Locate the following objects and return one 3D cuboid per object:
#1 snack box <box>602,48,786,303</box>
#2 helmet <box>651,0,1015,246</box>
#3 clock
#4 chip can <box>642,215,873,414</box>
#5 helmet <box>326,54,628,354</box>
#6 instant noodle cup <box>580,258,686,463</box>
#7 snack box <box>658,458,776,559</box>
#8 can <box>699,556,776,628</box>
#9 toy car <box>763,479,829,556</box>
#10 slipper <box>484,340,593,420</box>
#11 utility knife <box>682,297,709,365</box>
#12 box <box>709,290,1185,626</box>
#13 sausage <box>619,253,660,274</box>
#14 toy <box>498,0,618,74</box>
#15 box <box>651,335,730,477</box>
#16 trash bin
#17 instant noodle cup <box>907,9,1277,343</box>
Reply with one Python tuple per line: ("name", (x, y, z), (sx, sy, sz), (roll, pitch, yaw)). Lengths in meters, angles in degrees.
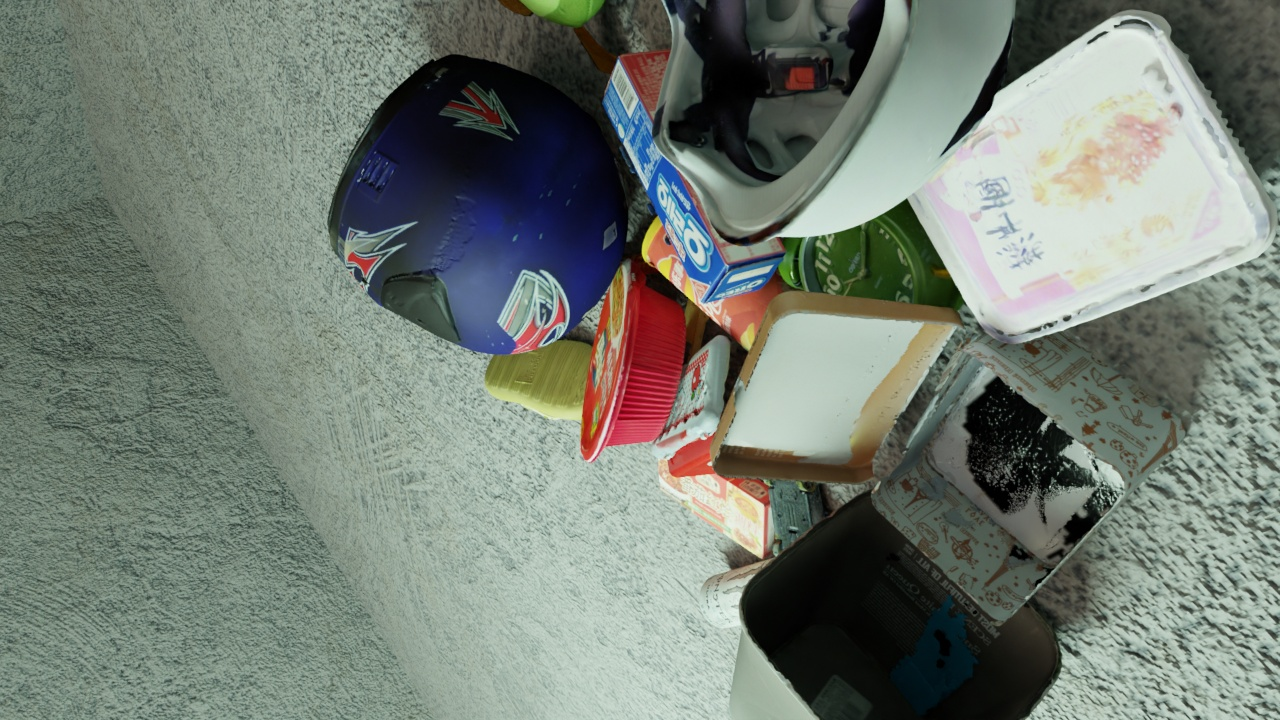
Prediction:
("snack box", (0.037, -0.144, 0.711), (0.207, 0.058, 0.057), (65, 153, 21))
("helmet", (0.117, -0.186, 0.519), (0.230, 0.145, 0.258), (-40, 53, 55))
("clock", (0.157, -0.078, 0.653), (0.161, 0.056, 0.116), (45, 143, 25))
("chip can", (0.096, -0.044, 0.748), (0.216, 0.073, 0.073), (45, 144, 23))
("helmet", (-0.141, -0.122, 0.867), (0.240, 0.246, 0.316), (40, 154, -6))
("instant noodle cup", (-0.005, 0.005, 0.862), (0.194, 0.066, 0.194), (-170, 91, -80))
("snack box", (0.078, 0.135, 0.946), (0.153, 0.025, 0.075), (30, 136, 40))
("can", (0.118, 0.237, 0.936), (0.058, 0.058, 0.147), (59, 147, 5))
("toy car", (0.147, 0.143, 0.850), (0.054, 0.036, 0.120), (-2, 102, 55))
("slipper", (-0.099, 0.025, 1.072), (0.191, 0.091, 0.081), (10, 162, 40))
("utility knife", (0.048, -0.001, 0.901), (0.031, 0.020, 0.196), (46, 149, 33))
("box", (0.195, 0.050, 0.625), (0.272, 0.130, 0.180), (23, 137, 9))
("sausage", (-0.003, -0.093, 0.891), (0.165, 0.021, 0.021), (-2, 112, 54))
("toy", (-0.069, -0.347, 0.725), (0.227, 0.089, 0.247), (43, 154, 23))
("box", (0.067, 0.042, 0.824), (0.202, 0.095, 0.101), (131, 133, -71))
("trash bin", (0.185, 0.261, 0.759), (0.199, 0.198, 0.220), (46, 151, 26))
("instant noodle cup", (0.247, -0.098, 0.512), (0.138, 0.060, 0.174), (61, 148, 1))
